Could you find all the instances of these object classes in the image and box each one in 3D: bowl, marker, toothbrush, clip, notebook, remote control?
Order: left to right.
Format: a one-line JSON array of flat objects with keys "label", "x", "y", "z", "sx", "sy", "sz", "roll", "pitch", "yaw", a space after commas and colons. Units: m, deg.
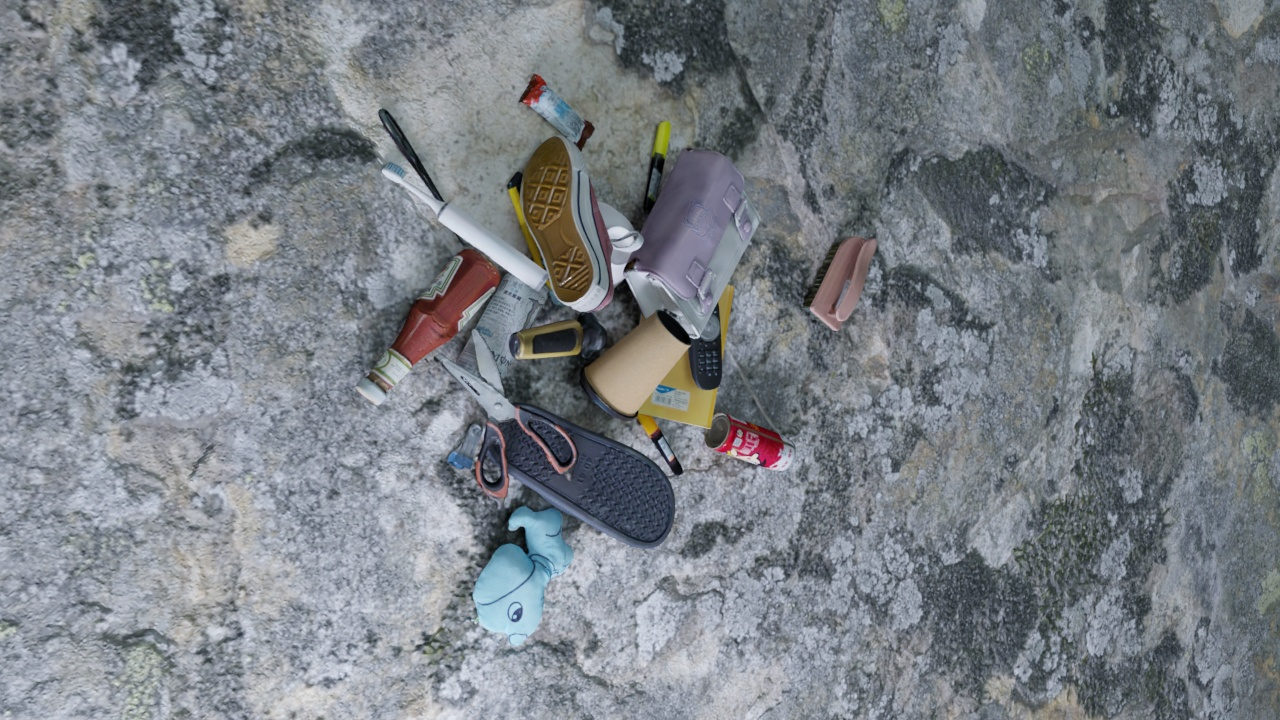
[{"label": "toothbrush", "x": -0.245, "y": -0.208, "z": 1.052, "sx": 0.015, "sy": 0.018, "sz": 0.181, "roll": -40, "pitch": 112, "yaw": -20}, {"label": "toothbrush", "x": -0.199, "y": -0.153, "z": 1.047, "sx": 0.221, "sy": 0.027, "sz": 0.026, "roll": 36, "pitch": 60, "yaw": -9}, {"label": "clip", "x": -0.206, "y": 0.102, "z": 1.100, "sx": 0.027, "sy": 0.044, "sz": 0.058, "roll": 35, "pitch": 67, "yaw": -23}, {"label": "bowl", "x": -0.043, "y": -0.142, "z": 1.152, "sx": 0.118, "sy": 0.065, "sz": 0.118, "roll": -3, "pitch": 96, "yaw": -32}, {"label": "marker", "x": 0.021, "y": -0.255, "z": 1.213, "sx": 0.018, "sy": 0.015, "sz": 0.124, "roll": 10, "pitch": 92, "yaw": -31}, {"label": "marker", "x": 0.025, "y": 0.109, "z": 1.245, "sx": 0.018, "sy": 0.015, "sz": 0.124, "roll": -44, "pitch": 116, "yaw": -26}, {"label": "notebook", "x": 0.055, "y": -0.020, "z": 1.245, "sx": 0.145, "sy": 0.010, "sz": 0.206, "roll": 14, "pitch": 82, "yaw": -32}, {"label": "remote control", "x": 0.085, "y": -0.028, "z": 1.242, "sx": 0.053, "sy": 0.024, "sz": 0.136, "roll": -2, "pitch": 90, "yaw": -33}]

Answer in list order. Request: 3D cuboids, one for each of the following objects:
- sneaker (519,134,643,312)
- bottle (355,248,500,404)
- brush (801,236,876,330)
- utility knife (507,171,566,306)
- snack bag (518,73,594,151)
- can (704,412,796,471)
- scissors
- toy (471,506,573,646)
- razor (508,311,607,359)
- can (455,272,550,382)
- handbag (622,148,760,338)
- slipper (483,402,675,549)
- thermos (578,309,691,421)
[{"label": "sneaker", "x": -0.072, "y": -0.154, "z": 1.075, "sx": 0.087, "sy": 0.118, "sz": 0.240, "roll": 24, "pitch": 42, "yaw": -52}, {"label": "bottle", "x": -0.243, "y": -0.038, "z": 1.043, "sx": 0.060, "sy": 0.060, "sz": 0.205, "roll": 47, "pitch": 71, "yaw": -26}, {"label": "brush", "x": 0.302, "y": -0.121, "z": 1.362, "sx": 0.063, "sy": 0.073, "sz": 0.145, "roll": 35, "pitch": 74, "yaw": -28}, {"label": "utility knife", "x": -0.123, "y": -0.146, "z": 1.131, "sx": 0.033, "sy": 0.015, "sz": 0.177, "roll": -27, "pitch": 107, "yaw": -28}, {"label": "snack bag", "x": -0.100, "y": -0.303, "z": 1.125, "sx": 0.105, "sy": 0.026, "sz": 0.045, "roll": 38, "pitch": 66, "yaw": -29}, {"label": "can", "x": 0.157, "y": 0.117, "z": 1.304, "sx": 0.132, "sy": 0.053, "sz": 0.053, "roll": 21, "pitch": 83, "yaw": -31}, {"label": "scissors", "x": -0.156, "y": 0.073, "z": 1.063, "sx": 0.188, "sy": 0.015, "sz": 0.225, "roll": 8, "pitch": 100, "yaw": -21}, {"label": "toy", "x": -0.148, "y": 0.266, "z": 1.132, "sx": 0.156, "sy": 0.050, "sz": 0.161, "roll": -21, "pitch": 100, "yaw": -31}, {"label": "razor", "x": -0.098, "y": -0.025, "z": 1.100, "sx": 0.167, "sy": 0.068, "sz": 0.062, "roll": -12, "pitch": 106, "yaw": -60}, {"label": "can", "x": -0.165, "y": -0.035, "z": 1.090, "sx": 0.058, "sy": 0.058, "sz": 0.146, "roll": 34, "pitch": 77, "yaw": -29}, {"label": "handbag", "x": 0.066, "y": -0.149, "z": 1.168, "sx": 0.145, "sy": 0.099, "sz": 0.196, "roll": 50, "pitch": 60, "yaw": -47}, {"label": "slipper", "x": -0.076, "y": 0.141, "z": 1.156, "sx": 0.268, "sy": 0.083, "sz": 0.110, "roll": 31, "pitch": 73, "yaw": -11}, {"label": "thermos", "x": -0.007, "y": 0.007, "z": 1.138, "sx": 0.093, "sy": 0.093, "sz": 0.143, "roll": 34, "pitch": 111, "yaw": -29}]
